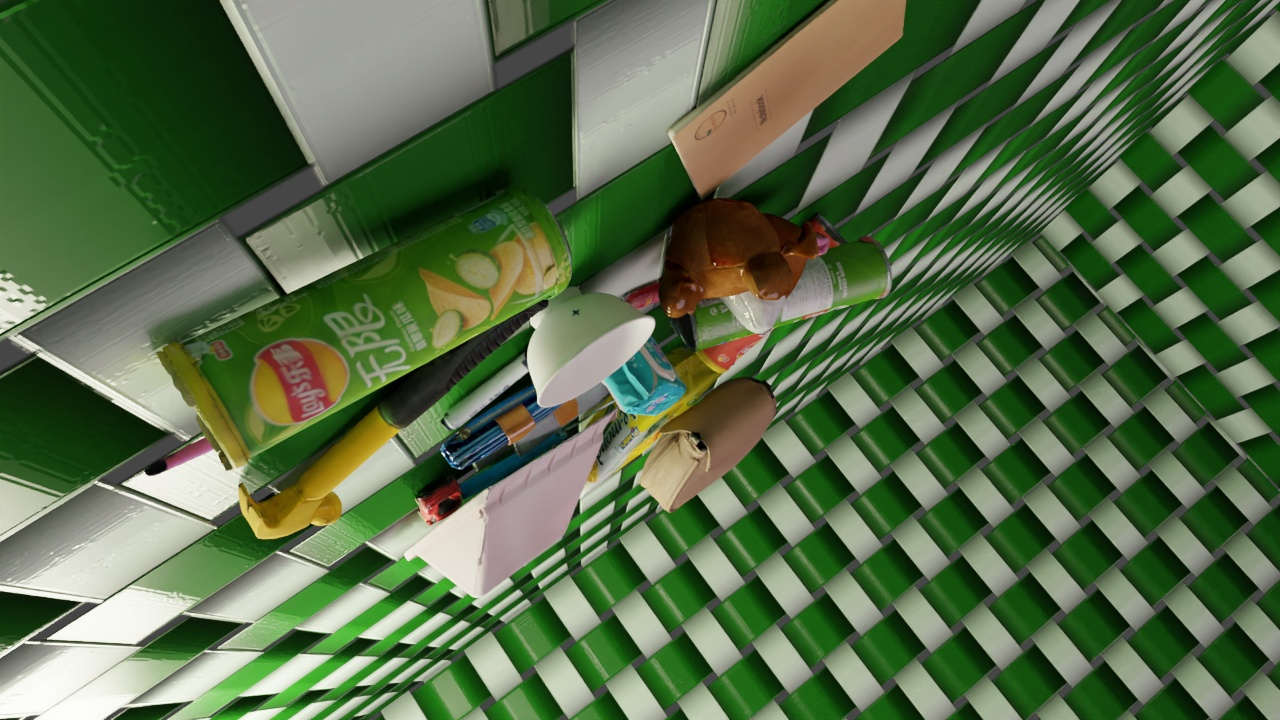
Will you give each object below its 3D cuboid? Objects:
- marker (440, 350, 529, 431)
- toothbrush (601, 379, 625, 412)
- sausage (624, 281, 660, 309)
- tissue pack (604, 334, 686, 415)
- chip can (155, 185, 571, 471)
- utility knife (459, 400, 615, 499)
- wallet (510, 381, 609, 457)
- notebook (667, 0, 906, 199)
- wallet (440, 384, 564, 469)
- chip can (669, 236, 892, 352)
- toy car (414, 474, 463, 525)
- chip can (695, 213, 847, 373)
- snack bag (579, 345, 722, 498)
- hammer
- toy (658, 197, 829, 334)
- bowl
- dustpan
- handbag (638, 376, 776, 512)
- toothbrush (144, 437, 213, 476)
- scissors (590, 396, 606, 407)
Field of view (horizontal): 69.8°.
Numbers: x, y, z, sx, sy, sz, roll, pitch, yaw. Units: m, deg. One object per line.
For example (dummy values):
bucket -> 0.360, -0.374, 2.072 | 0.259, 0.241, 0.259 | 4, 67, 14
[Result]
marker -> -0.125, 0.018, 0.818 | 0.131, 0.018, 0.022 | -38, 152, 2
toothbrush -> -0.026, 0.036, 1.006 | 0.016, 0.016, 0.180 | -48, 163, -5
sausage -> 0.035, -0.075, 0.911 | 0.155, 0.020, 0.020 | -25, 162, -41
tissue pack -> -0.005, 0.005, 0.919 | 0.050, 0.093, 0.133 | -35, 168, 10
chip can -> -0.140, -0.025, 0.507 | 0.220, 0.072, 0.073 | -32, 166, -24
utility knife -> -0.118, 0.100, 1.063 | 0.218, 0.018, 0.034 | -31, 169, 2
wallet -> -0.086, 0.052, 0.994 | 0.129, 0.037, 0.107 | -36, 167, -13
notebook -> 0.115, -0.208, 0.684 | 0.208, 0.008, 0.147 | -38, 167, 5
wallet -> -0.127, 0.058, 0.874 | 0.133, 0.040, 0.106 | -34, -176, -16
chip can -> 0.149, -0.072, 0.981 | 0.235, 0.072, 0.072 | -16, 161, -15
toy car -> -0.223, 0.161, 1.028 | 0.049, 0.031, 0.106 | -31, 168, -21
chip can -> 0.155, -0.078, 1.099 | 0.217, 0.073, 0.073 | -42, 166, 19
snack bag -> -0.006, 0.076, 1.202 | 0.157, 0.068, 0.247 | -29, 164, -49
hammer -> -0.188, 0.041, 0.699 | 0.301, 0.033, 0.128 | -40, 168, 13
toy -> 0.098, -0.084, 0.832 | 0.140, 0.130, 0.199 | -6, -171, 20
bowl -> -0.053, -0.022, 0.761 | 0.118, 0.064, 0.118 | -34, 166, -10
dustpan -> -0.174, 0.157, 1.089 | 0.221, 0.139, 0.274 | -28, 145, -49
handbag -> 0.086, 0.101, 1.192 | 0.203, 0.100, 0.148 | -32, 159, -42
toothbrush -> -0.224, 0.025, 0.592 | 0.188, 0.014, 0.018 | -30, 155, -28
scissors -> -0.078, 0.061, 1.100 | 0.133, 0.017, 0.134 | -28, 168, -49
